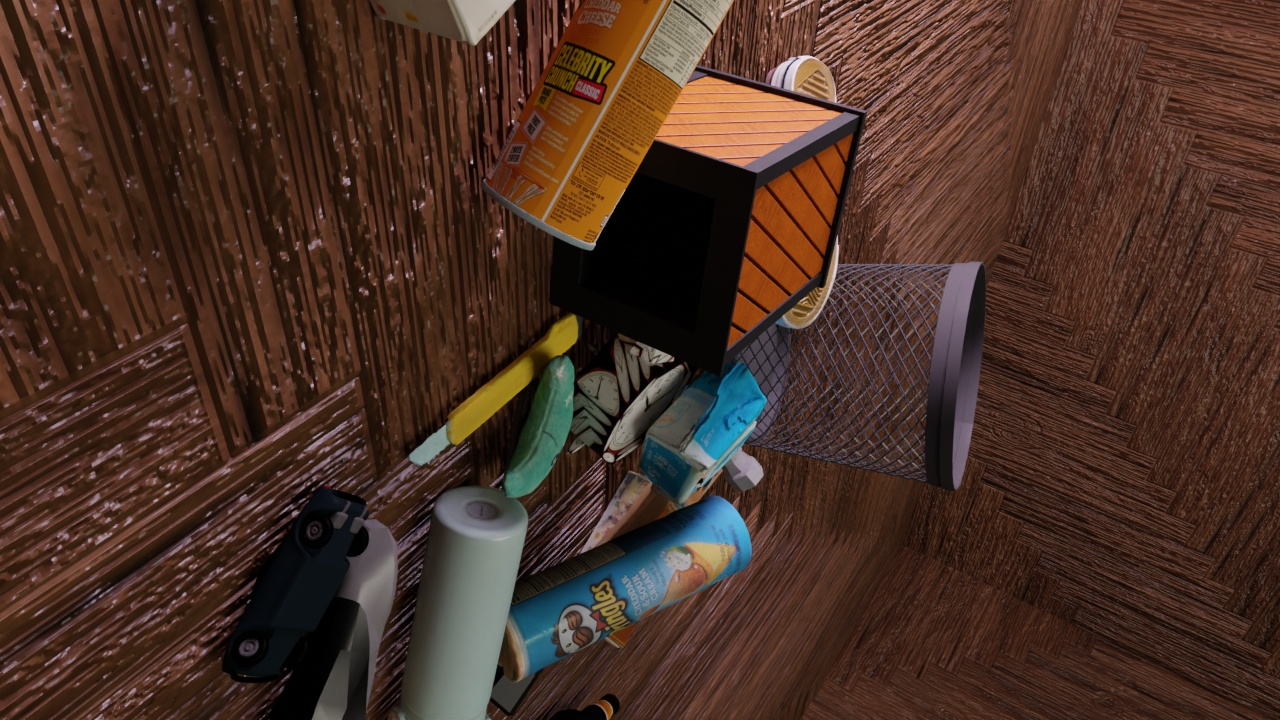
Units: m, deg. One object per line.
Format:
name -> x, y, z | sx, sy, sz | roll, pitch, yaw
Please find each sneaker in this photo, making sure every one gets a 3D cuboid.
sneaker -> 0.122, -0.149, 0.831 | 0.118, 0.088, 0.241 | 4, 88, -41

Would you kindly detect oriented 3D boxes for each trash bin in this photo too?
trash bin -> 0.211, 0.004, 0.920 | 0.217, 0.228, 0.217 | 7, 90, -65
trash bin -> 0.047, -0.108, 0.649 | 0.171, 0.140, 0.140 | -37, 142, -47

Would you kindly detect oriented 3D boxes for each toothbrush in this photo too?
toothbrush -> -0.099, 0.088, 0.687 | 0.012, 0.013, 0.167 | -19, 126, -59

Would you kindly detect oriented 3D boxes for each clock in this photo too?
clock -> -0.004, 0.005, 0.728 | 0.155, 0.065, 0.114 | -55, 161, 17

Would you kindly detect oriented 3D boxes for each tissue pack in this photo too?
tissue pack -> 0.050, 0.063, 0.765 | 0.092, 0.061, 0.145 | -44, 167, -20

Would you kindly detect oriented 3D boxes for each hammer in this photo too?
hammer -> -0.024, 0.170, 0.824 | 0.327, 0.039, 0.131 | -49, 111, -19

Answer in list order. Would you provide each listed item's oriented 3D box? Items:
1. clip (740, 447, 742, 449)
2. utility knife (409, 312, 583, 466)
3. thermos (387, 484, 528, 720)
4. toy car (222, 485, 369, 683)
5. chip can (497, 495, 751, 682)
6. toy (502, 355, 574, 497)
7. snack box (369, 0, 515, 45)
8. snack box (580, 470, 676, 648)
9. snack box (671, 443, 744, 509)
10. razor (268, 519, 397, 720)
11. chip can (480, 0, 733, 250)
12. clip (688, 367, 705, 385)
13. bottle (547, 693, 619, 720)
clip -> 0.047, 0.090, 0.931 | 0.058, 0.101, 0.050 | -110, -162, -61
utility knife -> -0.093, 0.017, 0.626 | 0.178, 0.017, 0.030 | -47, 145, -42
thermos -> -0.130, 0.193, 0.652 | 0.077, 0.065, 0.207 | -3, 117, -39
toy car -> -0.190, 0.123, 0.506 | 0.112, 0.034, 0.046 | -63, 156, -9
chip can -> -0.018, 0.183, 0.761 | 0.229, 0.080, 0.080 | -18, 132, -28
toy -> -0.069, 0.050, 0.648 | 0.085, 0.033, 0.105 | 86, 24, -76
snack box -> -0.049, -0.264, 0.412 | 0.229, 0.062, 0.110 | -56, 154, -21
snack box -> -0.014, 0.203, 0.922 | 0.146, 0.041, 0.143 | -58, 154, -17
snack box -> 0.074, 0.092, 1.009 | 0.150, 0.034, 0.087 | -44, 147, -41
razor -> -0.180, 0.169, 0.550 | 0.060, 0.057, 0.156 | 163, -57, -85
chip can -> -0.006, -0.173, 0.513 | 0.215, 0.075, 0.075 | -59, 157, 12
clip -> 0.073, 0.010, 0.940 | 0.049, 0.045, 0.054 | 30, 83, -40
bottle -> -0.076, 0.394, 0.947 | 0.181, 0.059, 0.059 | -14, 124, -60
